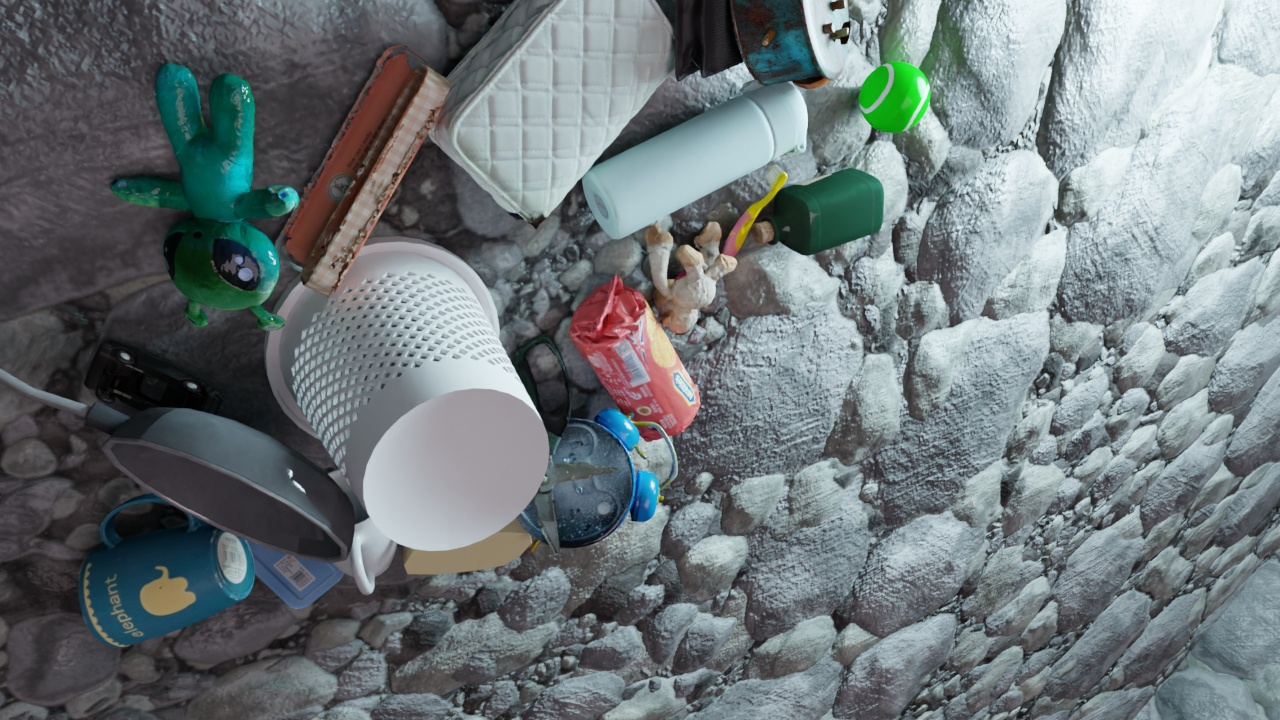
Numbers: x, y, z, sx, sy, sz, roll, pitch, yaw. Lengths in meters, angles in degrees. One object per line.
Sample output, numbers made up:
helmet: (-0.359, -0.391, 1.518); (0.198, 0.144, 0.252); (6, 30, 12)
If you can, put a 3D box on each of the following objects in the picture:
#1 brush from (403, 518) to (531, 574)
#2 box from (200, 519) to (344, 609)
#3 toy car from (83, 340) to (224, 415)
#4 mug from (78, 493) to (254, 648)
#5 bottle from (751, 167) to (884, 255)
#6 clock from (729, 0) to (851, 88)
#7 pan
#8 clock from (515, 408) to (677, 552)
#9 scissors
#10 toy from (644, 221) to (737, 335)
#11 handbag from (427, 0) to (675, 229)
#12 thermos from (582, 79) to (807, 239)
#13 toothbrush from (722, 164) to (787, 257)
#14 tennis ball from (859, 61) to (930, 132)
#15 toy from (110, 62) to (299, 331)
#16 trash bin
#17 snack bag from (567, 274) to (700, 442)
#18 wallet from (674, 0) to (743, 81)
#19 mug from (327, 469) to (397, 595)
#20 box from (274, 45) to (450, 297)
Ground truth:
brush: (-0.124, 0.166, 0.898); (0.228, 0.043, 0.089); (2, 144, -33)
box: (-0.332, 0.137, 0.793); (0.065, 0.037, 0.210); (-37, 133, -15)
toy car: (-0.359, 0.020, 0.684); (0.092, 0.037, 0.040); (27, 104, -14)
mug: (-0.373, 0.158, 0.723); (0.104, 0.084, 0.112); (-16, 102, 2)
bottle: (0.169, -0.141, 0.900); (0.131, 0.061, 0.061); (-20, 124, -20)
clock: (0.137, -0.286, 0.757); (0.157, 0.073, 0.121); (-5, 93, -60)
pan: (-0.356, 0.042, 0.625); (0.357, 0.179, 0.041); (30, 60, -15)
clock: (-0.044, 0.109, 0.849); (0.161, 0.116, 0.060); (-19, 167, -2)
scissors: (-0.126, 0.083, 0.821); (0.202, 0.201, 0.015); (-13, 163, -1)
toy: (0.045, -0.073, 0.871); (0.085, 0.074, 0.106); (-15, 129, -39)
handbag: (-0.066, -0.211, 0.710); (0.195, 0.072, 0.139); (-48, 140, 2)
thermos: (0.052, -0.179, 0.803); (0.206, 0.065, 0.078); (-29, 100, -13)
toothbrush: (0.103, -0.135, 0.858); (0.021, 0.016, 0.136); (-24, 162, -30)
tennis ball: (0.242, -0.251, 0.876); (0.065, 0.065, 0.065); (-15, 124, -24)
toy: (-0.292, -0.105, 0.640); (0.131, 0.072, 0.194); (10, 115, 7)
trash bin: (-0.170, 0.032, 0.706); (0.195, 0.199, 0.196); (-15, 124, -24)
snack bag: (-0.005, 0.005, 0.875); (0.082, 0.082, 0.176); (-37, 130, -8)
wallet: (0.061, -0.278, 0.736); (0.114, 0.026, 0.089); (-46, 141, -54)
mug: (-0.245, 0.162, 0.802); (0.071, 0.107, 0.090); (-13, 133, -12)
box: (-0.203, -0.139, 0.671); (0.048, 0.085, 0.187); (25, 101, -45)
